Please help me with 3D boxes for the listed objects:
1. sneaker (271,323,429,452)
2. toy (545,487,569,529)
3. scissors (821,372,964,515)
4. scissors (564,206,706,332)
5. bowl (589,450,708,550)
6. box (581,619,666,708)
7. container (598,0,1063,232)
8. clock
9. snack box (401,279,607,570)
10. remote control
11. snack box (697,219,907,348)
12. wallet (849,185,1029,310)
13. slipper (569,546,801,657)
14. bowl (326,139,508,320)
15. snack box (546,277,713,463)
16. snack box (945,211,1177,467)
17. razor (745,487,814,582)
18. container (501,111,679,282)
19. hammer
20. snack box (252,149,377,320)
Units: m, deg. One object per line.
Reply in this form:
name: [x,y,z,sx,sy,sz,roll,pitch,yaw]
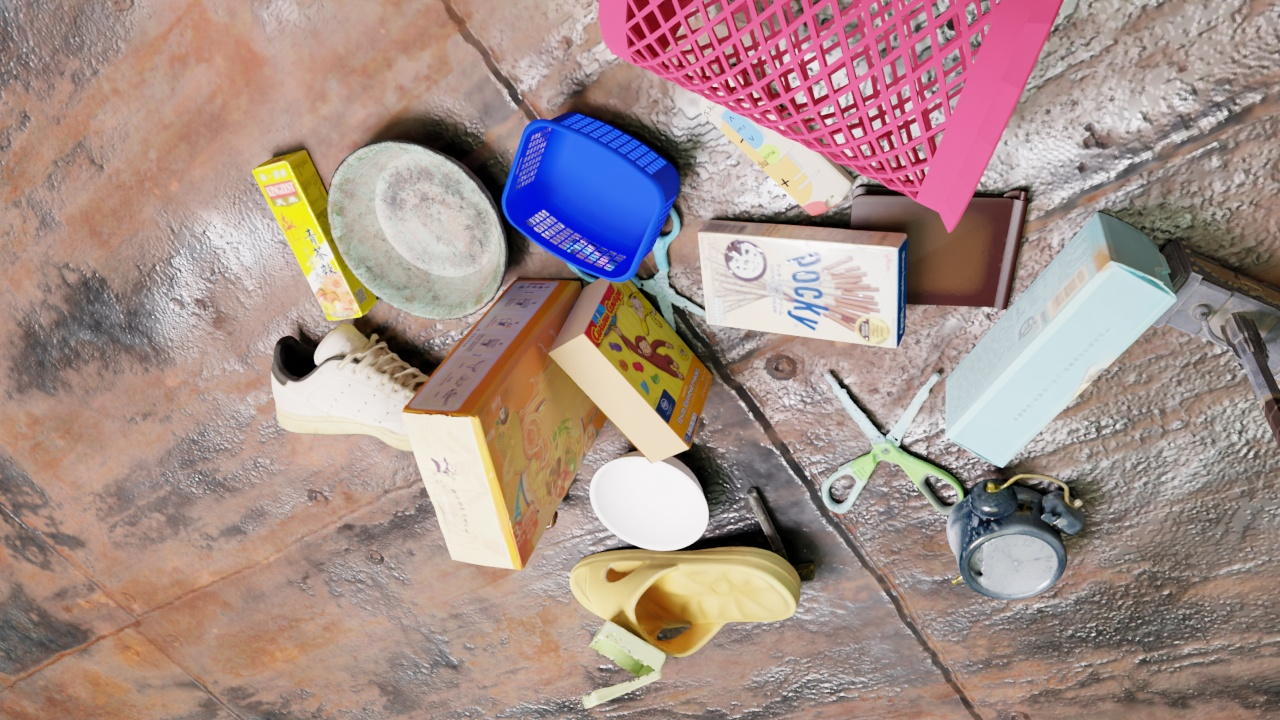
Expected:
sneaker: [-0.239,0.016,0.835,0.242,0.088,0.102,3,116,23]
toy: [-0.125,0.143,0.894,0.087,0.067,0.113,31,137,-3]
scissors: [0.199,0.076,0.758,0.171,0.023,0.169,47,131,-12]
scissors: [0.010,-0.076,0.725,0.136,0.015,0.126,26,129,-7]
bowl: [0.012,0.118,0.837,0.110,0.040,0.110,9,126,13]
box: [-0.018,0.304,0.912,0.077,0.089,0.188,10,157,-2]
container: [0.104,-0.199,0.515,0.226,0.182,0.184,24,128,12]
clock: [0.300,0.138,0.739,0.090,0.052,0.130,10,123,2]
snack box: [-0.104,0.044,0.730,0.081,0.194,0.145,3,124,20]
remote control: [0.094,-0.151,0.638,0.125,0.018,0.038,41,127,-12]
snack box: [0.117,-0.057,0.672,0.150,0.026,0.082,9,126,28]
wallet: [0.206,-0.080,0.650,0.116,0.018,0.092,5,125,13]
slipper: [0.031,0.236,0.877,0.264,0.078,0.099,-17,122,39]
bowl: [-0.175,-0.109,0.747,0.157,0.038,0.158,9,126,13]
snack box: [-0.004,0.004,0.727,0.040,0.088,0.126,-27,116,35]
snack box: [0.281,-0.011,0.633,0.053,0.074,0.175,29,127,-3]
razor: [0.121,0.161,0.842,0.043,0.026,0.106,-15,113,30]
container: [-0.033,-0.122,0.668,0.114,0.058,0.096,30,124,7]
hammer: [0.344,0.039,0.488,0.098,0.321,0.044,24,128,2]
snack box: [-0.279,-0.105,0.793,0.040,0.028,0.148,-6,121,22]
